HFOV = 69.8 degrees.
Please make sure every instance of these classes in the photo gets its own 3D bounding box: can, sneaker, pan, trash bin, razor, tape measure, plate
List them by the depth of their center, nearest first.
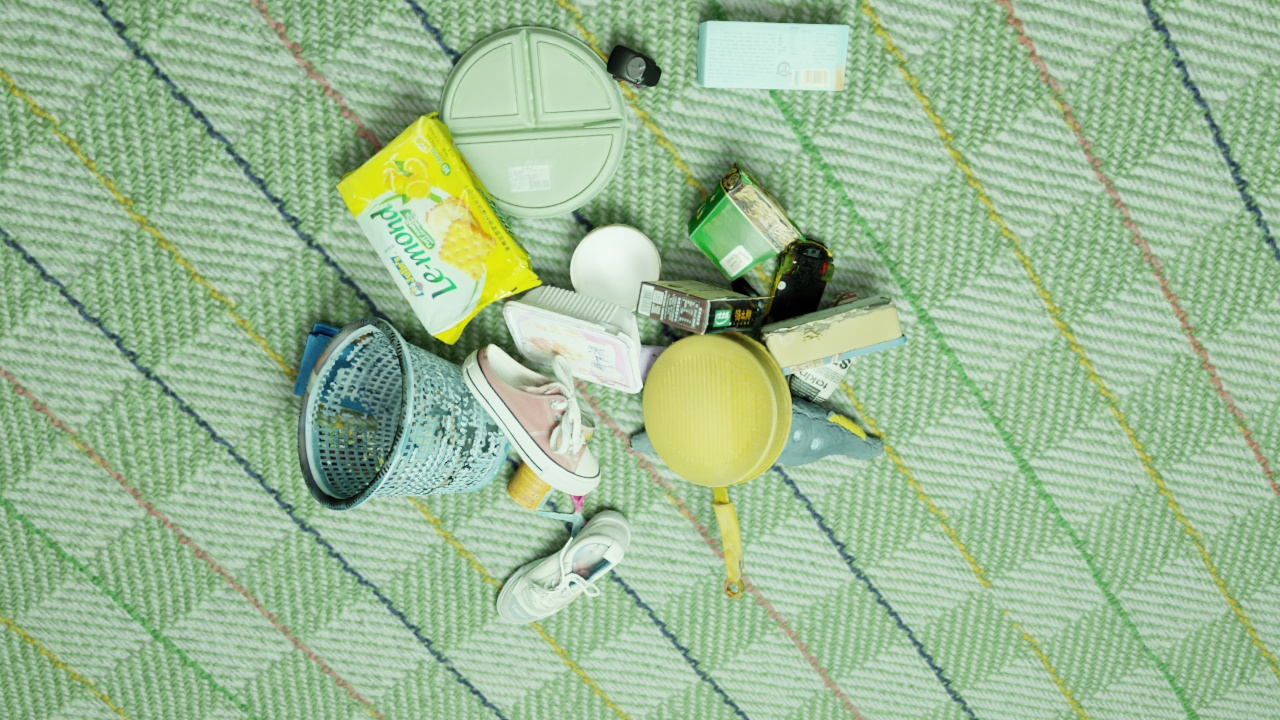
[{"bbox_3d":[-0.011,-0.345,1.084,0.058,0.057,0.039,31,106,21],"label":"tape measure"},{"bbox_3d":[-0.130,-0.284,1.114,0.230,0.027,0.230,-1,109,-3],"label":"plate"},{"bbox_3d":[-0.275,0.078,1.126,0.194,0.226,0.227,17,111,-48],"label":"trash bin"},{"bbox_3d":[-0.113,0.068,1.129,0.088,0.118,0.241,-29,115,21],"label":"sneaker"},{"bbox_3d":[0.102,0.138,1.163,0.198,0.078,0.357,2,95,34],"label":"pan"},{"bbox_3d":[0.105,-0.029,1.209,0.067,0.062,0.168,15,117,-41],"label":"razor"},{"bbox_3d":[-0.122,0.132,1.242,0.058,0.058,0.146,31,104,-13],"label":"can"},{"bbox_3d":[-0.109,0.311,1.282,0.243,0.090,0.089,-40,107,18],"label":"sneaker"}]

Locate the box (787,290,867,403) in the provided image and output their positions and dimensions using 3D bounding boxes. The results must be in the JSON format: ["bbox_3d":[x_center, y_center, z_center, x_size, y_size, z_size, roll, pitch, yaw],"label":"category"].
[{"bbox_3d":[0.256,-0.016,1.217,0.072,0.060,0.164,30,107,9],"label":"box"}]

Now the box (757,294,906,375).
[{"bbox_3d":[0.243,-0.033,1.148,0.184,0.089,0.062,-13,98,5],"label":"box"}]

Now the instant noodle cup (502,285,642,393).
[{"bbox_3d":[-0.074,-0.034,1.146,0.173,0.060,0.138,15,152,15],"label":"instant noodle cup"}]

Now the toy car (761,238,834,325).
[{"bbox_3d":[0.201,-0.082,1.197,0.071,0.041,0.156,10,112,-7],"label":"toy car"}]

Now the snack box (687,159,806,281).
[{"bbox_3d":[0.121,-0.165,1.127,0.106,0.117,0.118,-43,104,15],"label":"snack box"}]

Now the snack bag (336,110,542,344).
[{"bbox_3d":[-0.238,-0.159,1.094,0.158,0.068,0.246,-32,91,20],"label":"snack bag"}]

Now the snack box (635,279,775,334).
[{"bbox_3d":[0.079,-0.068,1.116,0.126,0.113,0.053,21,108,36],"label":"snack box"}]

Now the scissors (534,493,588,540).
[{"bbox_3d":[-0.083,0.223,1.301,0.133,0.017,0.134,11,112,-4],"label":"scissors"}]

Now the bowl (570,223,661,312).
[{"bbox_3d":[-0.031,-0.120,1.159,0.113,0.062,0.113,-1,108,-2],"label":"bowl"}]

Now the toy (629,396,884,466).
[{"bbox_3d":[0.164,0.100,1.231,0.356,0.091,0.138,0,153,-2],"label":"toy"}]

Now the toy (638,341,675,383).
[{"bbox_3d":[-0.007,0.007,1.217,0.108,0.039,0.084,6,112,-7],"label":"toy"}]

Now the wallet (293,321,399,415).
[{"bbox_3d":[-0.373,0.014,1.194,0.133,0.040,0.106,17,110,-18],"label":"wallet"}]

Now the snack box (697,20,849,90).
[{"bbox_3d":[0.157,-0.362,1.092,0.175,0.051,0.074,0,108,-5],"label":"snack box"}]
